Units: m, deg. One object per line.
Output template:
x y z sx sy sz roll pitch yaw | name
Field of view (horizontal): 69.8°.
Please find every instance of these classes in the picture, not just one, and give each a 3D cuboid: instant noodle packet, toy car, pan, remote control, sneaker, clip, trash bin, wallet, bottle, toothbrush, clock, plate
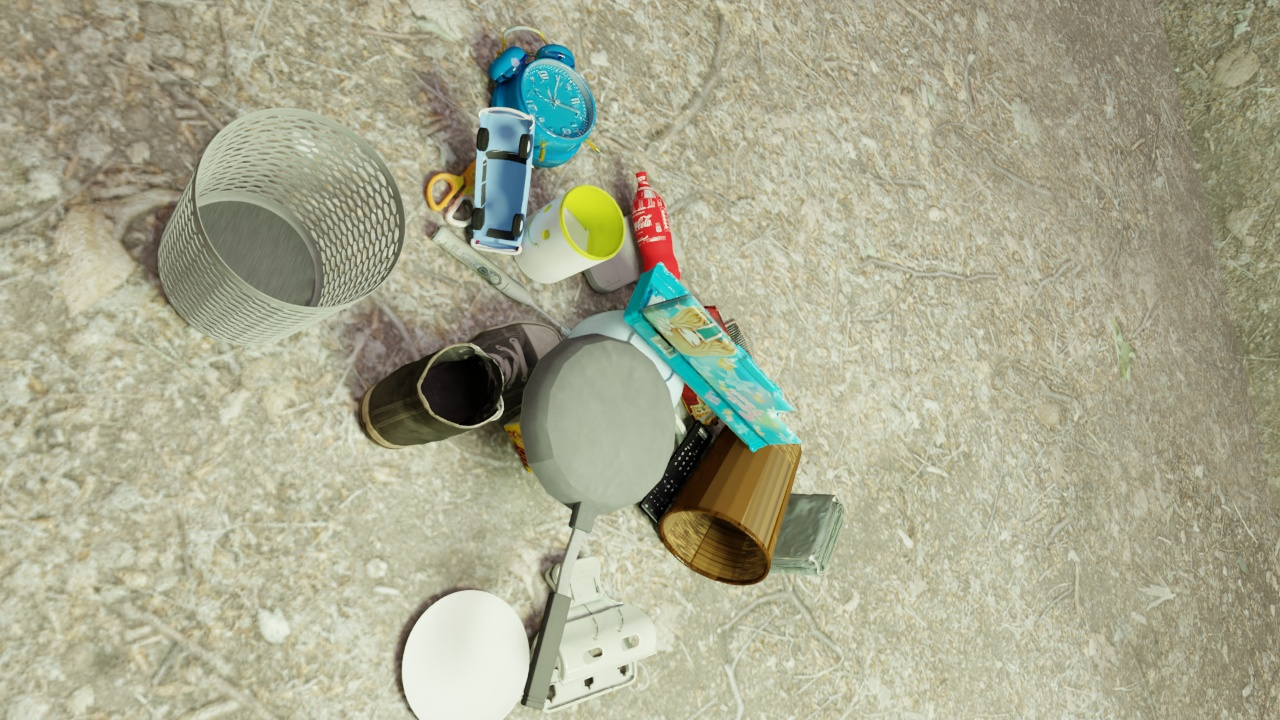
0.081 0.006 1.135 0.098 0.040 0.135 -30 99 -32 | instant noodle packet
-0.143 -0.188 0.954 0.056 0.154 0.054 9 26 -1 | toy car
-0.052 0.142 0.862 0.178 0.041 0.356 27 67 -34 | pan
0.043 0.128 1.073 0.030 0.009 0.139 50 54 -18 | remote control
-0.147 0.012 0.901 0.234 0.120 0.095 -19 91 -42 | sneaker
-0.014 -0.134 1.105 0.150 0.019 0.074 -30 98 -39 | remote control
-0.047 0.276 0.943 0.126 0.105 0.152 -4 92 -41 | clip
-0.305 -0.098 0.760 0.156 0.184 0.156 10 73 -36 | trash bin
0.176 0.208 1.100 0.054 0.132 0.100 43 57 -27 | wallet
0.015 -0.155 1.091 0.041 0.042 0.141 -8 84 -39 | bottle
-0.145 -0.082 0.988 0.185 0.022 0.024 39 19 -25 | toothbrush
-0.113 -0.300 1.040 0.116 0.060 0.161 -23 93 -39 | clock
-0.168 0.291 0.886 0.134 0.011 0.134 10 73 -36 | plate

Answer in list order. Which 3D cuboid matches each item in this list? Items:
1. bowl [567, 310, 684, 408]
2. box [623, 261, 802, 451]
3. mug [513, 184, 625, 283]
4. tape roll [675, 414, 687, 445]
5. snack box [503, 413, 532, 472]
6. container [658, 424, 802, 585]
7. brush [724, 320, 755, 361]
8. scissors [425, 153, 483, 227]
-0.006 0.006 1.031 0.150 0.075 0.150 14 65 -31 | bowl
0.082 0.008 0.992 0.084 0.171 0.227 -43 110 6 | box
-0.080 -0.135 0.997 0.082 0.106 0.082 10 73 -36 | mug
0.019 0.100 1.078 0.093 0.013 0.093 10 73 -36 | tape roll
-0.075 0.068 0.952 0.083 0.106 0.061 -37 107 -37 | snack box
0.116 0.155 1.074 0.132 0.132 0.166 48 49 -19 | container
0.139 0.015 1.192 0.049 0.015 0.135 -30 98 -38 | brush
-0.181 -0.197 0.993 0.065 0.013 0.128 46 56 -21 | scissors
